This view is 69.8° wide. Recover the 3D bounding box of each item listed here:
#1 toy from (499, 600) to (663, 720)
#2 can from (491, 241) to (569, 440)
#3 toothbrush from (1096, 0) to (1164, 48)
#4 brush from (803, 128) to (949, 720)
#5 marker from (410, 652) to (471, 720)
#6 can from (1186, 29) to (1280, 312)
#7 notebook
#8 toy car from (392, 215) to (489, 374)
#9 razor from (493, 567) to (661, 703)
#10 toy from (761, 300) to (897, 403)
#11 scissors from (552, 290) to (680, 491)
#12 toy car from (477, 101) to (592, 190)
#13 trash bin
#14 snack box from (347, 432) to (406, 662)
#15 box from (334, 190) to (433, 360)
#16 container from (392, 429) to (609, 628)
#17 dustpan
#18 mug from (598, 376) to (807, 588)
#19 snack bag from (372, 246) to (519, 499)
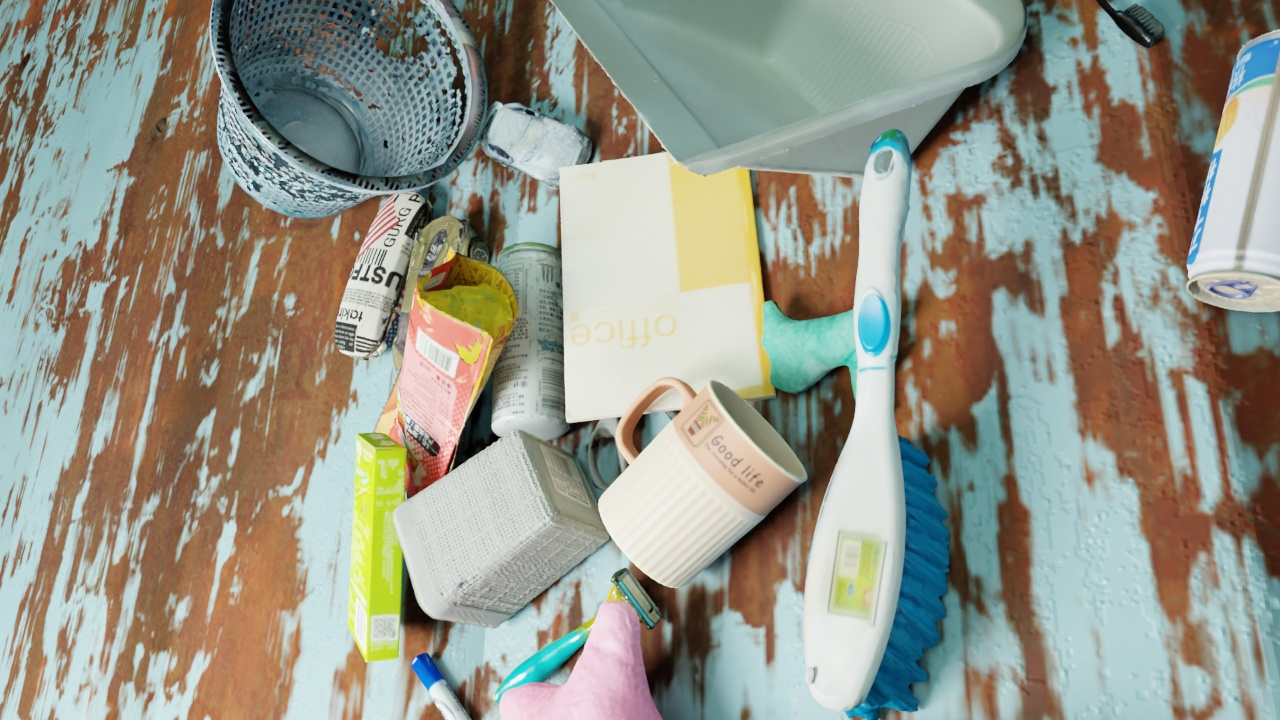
[{"bbox_3d":[-0.020,0.264,0.546,0.179,0.074,0.194,-48,59,17],"label":"toy"},{"bbox_3d":[-0.084,-0.014,0.703,0.058,0.058,0.146,-16,64,28],"label":"can"},{"bbox_3d":[0.272,-0.261,0.586,0.017,0.014,0.188,-30,58,12],"label":"toothbrush"},{"bbox_3d":[0.134,0.038,0.506,0.061,0.109,0.314,2,74,37],"label":"brush"},{"bbox_3d":[-0.123,0.264,0.651,0.146,0.017,0.017,40,97,37],"label":"marker"},{"bbox_3d":[0.320,-0.095,0.466,0.053,0.053,0.134,12,79,36],"label":"can"},{"bbox_3d":[0.014,-0.061,0.656,0.146,0.010,0.206,-7,67,9],"label":"notebook"},{"bbox_3d":[-0.176,-0.049,0.790,0.070,0.042,0.158,-2,74,34],"label":"toy car"},{"bbox_3d":[-0.048,0.193,0.620,0.133,0.028,0.043,-39,87,13],"label":"razor"},{"bbox_3d":[0.121,-0.004,0.581,0.092,0.030,0.096,-17,69,30],"label":"toy"},{"bbox_3d":[-0.010,0.011,0.651,0.159,0.014,0.177,13,82,23],"label":"scissors"},{"bbox_3d":[-0.094,-0.187,0.789,0.121,0.036,0.054,31,91,34],"label":"toy car"},{"bbox_3d":[-0.280,-0.227,0.821,0.196,0.226,0.226,-18,61,54],"label":"trash bin"},{"bbox_3d":[-0.200,0.137,0.695,0.086,0.026,0.156,7,95,63],"label":"snack box"},{"bbox_3d":[-0.236,-0.081,0.834,0.070,0.055,0.164,-1,71,53],"label":"box"},{"bbox_3d":[-0.094,0.116,0.644,0.114,0.090,0.090,-37,57,14],"label":"container"},{"bbox_3d":[0.104,-0.222,0.574,0.143,0.257,0.222,-57,48,33],"label":"dustpan"},{"bbox_3d":[0.028,0.068,0.580,0.106,0.081,0.114,-46,62,13],"label":"mug"},{"bbox_3d":[-0.157,0.027,0.699,0.128,0.073,0.208,57,135,38],"label":"snack bag"}]
